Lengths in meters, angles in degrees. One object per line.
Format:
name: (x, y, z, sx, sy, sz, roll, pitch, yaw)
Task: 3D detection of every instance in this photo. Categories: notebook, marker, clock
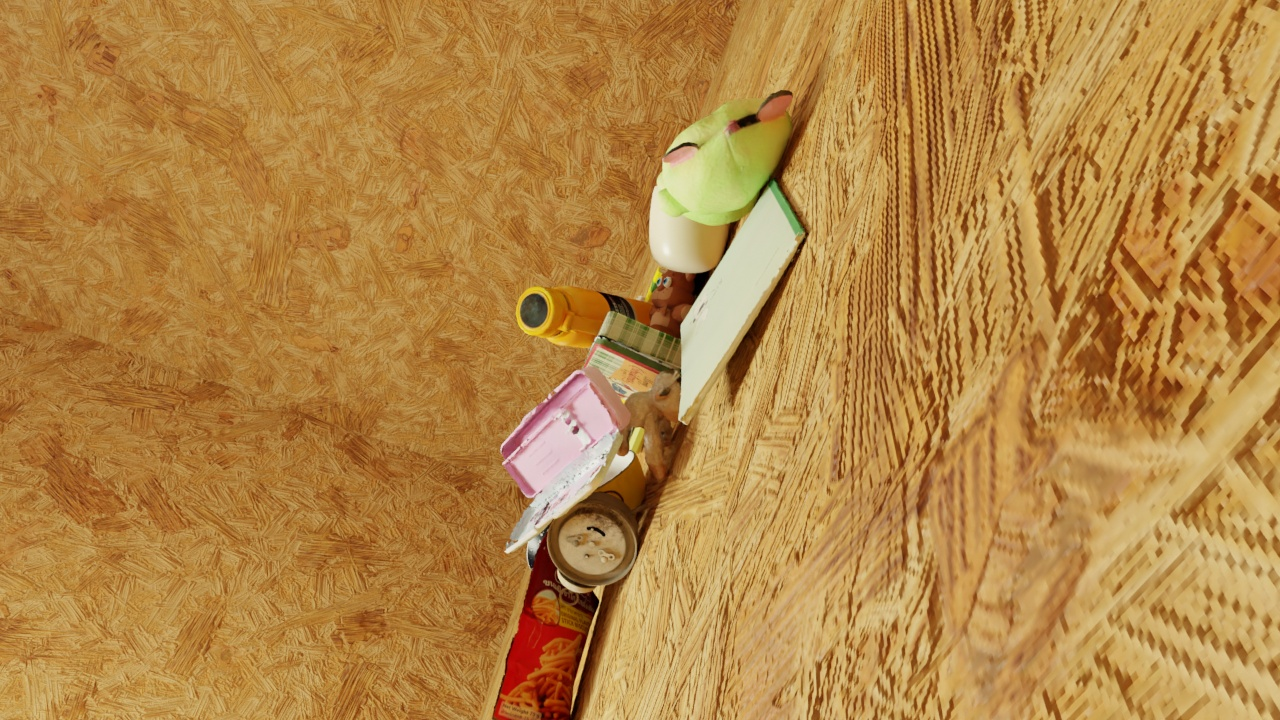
notebook: (0.084, -0.065, 0.823, 0.182, 0.010, 0.252, -59, 8, 19)
marker: (0.013, 0.064, 1.210, 0.021, 0.017, 0.124, -93, 25, -78)
clock: (-0.053, 0.197, 0.961, 0.054, 0.093, 0.141, -62, -5, -71)

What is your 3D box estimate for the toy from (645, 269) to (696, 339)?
toy: (0.038, -0.078, 1.173, 0.095, 0.065, 0.127, 6, 83, 62)

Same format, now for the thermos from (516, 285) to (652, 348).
thermos: (-0.057, -0.054, 1.185, 0.232, 0.092, 0.076, 7, -106, -56)

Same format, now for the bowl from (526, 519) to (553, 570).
bowl: (-0.071, 0.222, 1.108, 0.119, 0.066, 0.120, -29, -49, -40)

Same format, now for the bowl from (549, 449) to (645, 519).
bowl: (-0.044, 0.158, 1.036, 0.117, 0.067, 0.117, -26, 11, 5)

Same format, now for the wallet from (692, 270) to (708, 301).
wallet: (0.083, -0.142, 1.218, 0.089, 0.026, 0.115, -78, 9, -50)

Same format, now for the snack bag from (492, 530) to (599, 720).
snack bag: (-0.100, 0.306, 0.991, 0.139, 0.067, 0.207, 55, -146, -40)

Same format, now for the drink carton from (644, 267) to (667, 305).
drink carton: (0.028, -0.059, 1.309, 0.043, 0.058, 0.135, -78, 8, -74)

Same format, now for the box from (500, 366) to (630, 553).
box: (-0.079, 0.106, 0.944, 0.202, 0.077, 0.146, -42, 49, 45)

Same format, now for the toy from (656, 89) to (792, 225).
toy: (0.086, -0.196, 0.938, 0.150, 0.107, 0.196, -27, 6, 2)

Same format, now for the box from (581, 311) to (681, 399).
box: (-0.006, 0.006, 1.076, 0.206, 0.117, 0.051, 132, 159, -74)

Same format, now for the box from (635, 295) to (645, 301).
box: (0.005, -0.037, 1.428, 0.041, 0.082, 0.187, -60, -2, -24)

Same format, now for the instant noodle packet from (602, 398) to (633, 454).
instant noodle packet: (-0.058, 0.142, 1.422, 0.221, 0.084, 0.163, -65, 4, -17)

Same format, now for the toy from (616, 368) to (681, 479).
toy: (0.021, 0.053, 0.936, 0.106, 0.074, 0.085, -63, -6, 25)

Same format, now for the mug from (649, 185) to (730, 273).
mug: (0.055, -0.157, 1.123, 0.120, 0.096, 0.100, -161, 76, -72)
